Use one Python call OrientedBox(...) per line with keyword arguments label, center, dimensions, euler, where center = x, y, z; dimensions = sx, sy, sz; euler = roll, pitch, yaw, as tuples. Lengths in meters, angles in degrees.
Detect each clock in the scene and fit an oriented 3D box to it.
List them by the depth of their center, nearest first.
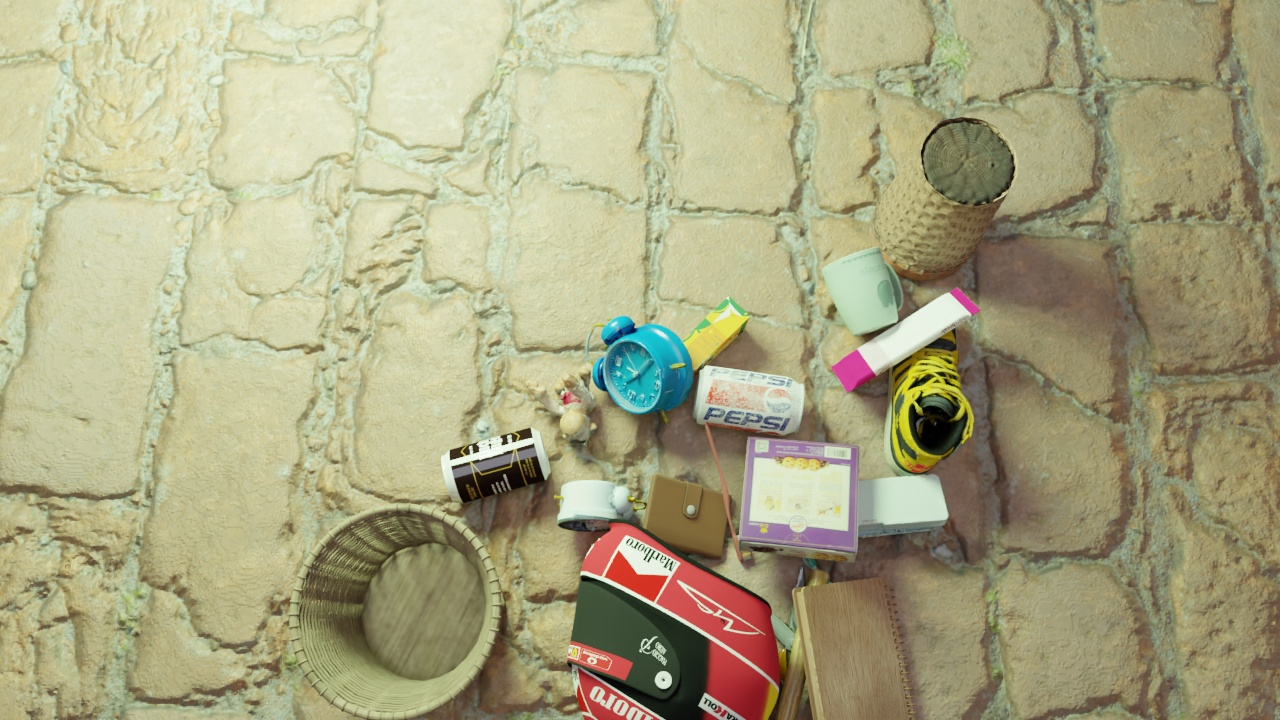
OrientedBox(label="clock", center=(-0.050, 0.187, 1.165), dimensions=(0.117, 0.083, 0.057), euler=(0, 68, 0))
OrientedBox(label="clock", center=(-0.007, 0.007, 1.199), dimensions=(0.161, 0.117, 0.060), euler=(29, 32, 29))

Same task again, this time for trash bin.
OrientedBox(label="trash bin", center=(0.402, -0.209, 1.210), dimensions=(0.151, 0.210, 0.151), euler=(0, 75, -1))

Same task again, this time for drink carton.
OrientedBox(label="drink carton", center=(0.088, -0.024, 1.234), dimensions=(0.122, 0.058, 0.041), euler=(-43, 79, -11))

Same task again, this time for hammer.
OrientedBox(label="hammer", center=(0.175, 0.409, 1.085), dimensions=(0.033, 0.132, 0.329), euler=(12, 66, 17))

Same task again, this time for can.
OrientedBox(label="can", center=(-0.185, 0.135, 1.182), dimensions=(0.128, 0.072, 0.072), euler=(-15, 75, -5))
OrientedBox(label="can", center=(0.141, 0.053, 1.204), dimensions=(0.136, 0.078, 0.078), euler=(8, 75, 2))

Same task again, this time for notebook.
OrientedBox(label="notebook", center=(0.264, 0.373, 1.103), dimensions=(0.168, 0.022, 0.210), euler=(4, 71, -36))

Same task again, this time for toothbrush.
OrientedBox(label="toothbrush", center=(0.252, 0.301, 1.170), dimensions=(0.022, 0.017, 0.135), euler=(-35, 78, -13))
OrientedBox(label="toothbrush", center=(0.111, 0.169, 1.185), dimensions=(0.015, 0.015, 0.184), euler=(-16, 89, -10))

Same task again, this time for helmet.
OrientedBox(label="helmet", center=(0.025, 0.345, 1.061), dimensions=(0.271, 0.198, 0.224), euler=(29, 69, 7))

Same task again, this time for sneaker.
OrientedBox(label="sneaker", center=(0.379, 0.029, 1.191), dimensions=(0.086, 0.122, 0.238), euler=(12, 76, 1))

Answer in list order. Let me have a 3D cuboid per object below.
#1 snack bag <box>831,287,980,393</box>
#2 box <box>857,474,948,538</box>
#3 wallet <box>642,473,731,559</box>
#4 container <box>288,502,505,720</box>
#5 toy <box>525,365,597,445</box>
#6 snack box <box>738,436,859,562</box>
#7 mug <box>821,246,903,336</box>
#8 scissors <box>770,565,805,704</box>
OrientedBox(label="snack bag", center=(0.347, -0.027, 1.211), dimensions=(0.197, 0.070, 0.016), euler=(-34, 120, 10))
OrientedBox(label="box", center=(0.290, 0.188, 1.183), dimensions=(0.199, 0.070, 0.085), euler=(-7, 88, 2))
OrientedBox(label="wallet", center=(0.060, 0.199, 1.170), dimensions=(0.121, 0.013, 0.087), euler=(19, 73, -25))
OrientedBox(label="container", center=(-0.263, 0.291, 1.074), dimensions=(0.227, 0.196, 0.226), euler=(0, 75, -1))
OrientedBox(label="toy", center=(-0.096, 0.065, 1.210), dimensions=(0.085, 0.074, 0.106), euler=(-13, 96, 28))
OrientedBox(label="snack box", center=(0.201, 0.173, 1.154), dimensions=(0.143, 0.041, 0.147), euler=(5, 59, 9))
OrientedBox(label="mug", center=(0.314, -0.094, 1.251), dimensions=(0.111, 0.084, 0.104), euler=(-16, 84, -34))
OrientedBox(label="scissors", center=(0.209, 0.375, 1.149), dimensions=(0.226, 0.016, 0.225), euler=(13, 75, 3))
